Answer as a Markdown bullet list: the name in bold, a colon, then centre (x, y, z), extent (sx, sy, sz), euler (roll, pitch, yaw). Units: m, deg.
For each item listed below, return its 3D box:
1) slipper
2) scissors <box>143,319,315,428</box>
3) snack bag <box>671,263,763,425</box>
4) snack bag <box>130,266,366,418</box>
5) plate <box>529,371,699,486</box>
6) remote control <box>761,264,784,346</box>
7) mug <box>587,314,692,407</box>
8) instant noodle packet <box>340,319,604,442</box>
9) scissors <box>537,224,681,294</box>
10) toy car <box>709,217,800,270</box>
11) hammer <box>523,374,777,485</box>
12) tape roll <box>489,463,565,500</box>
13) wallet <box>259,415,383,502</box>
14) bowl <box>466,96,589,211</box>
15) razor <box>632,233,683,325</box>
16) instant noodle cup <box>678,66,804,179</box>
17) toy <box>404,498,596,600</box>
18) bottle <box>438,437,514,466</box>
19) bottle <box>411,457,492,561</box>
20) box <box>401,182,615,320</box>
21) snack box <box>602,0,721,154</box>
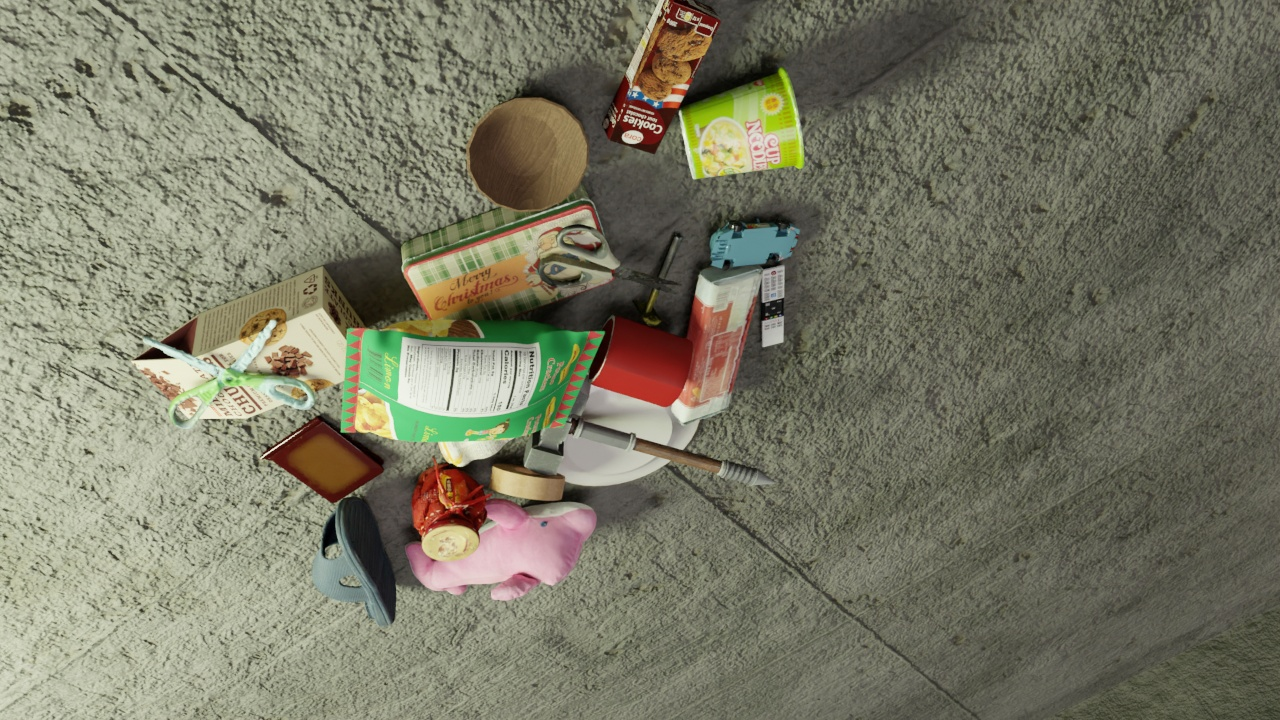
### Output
- **slipper**: centre (-0.380, 0.267, 1.198), extent (0.082, 0.101, 0.264), euler (-5, 140, -4)
- **scissors**: centre (-0.403, 0.015, 0.903), extent (0.172, 0.021, 0.172), euler (-39, 128, 23)
- **snack bag**: centre (0.090, -0.019, 1.109), extent (0.077, 0.041, 0.226), euler (-17, 139, -27)
- **snack bag**: centre (-0.398, -0.006, 0.943), extent (0.206, 0.069, 0.094), euler (-21, 135, 2)
- **plate**: centre (-0.029, 0.093, 1.196), extent (0.229, 0.021, 0.230), euler (-10, 134, -10)
- **remote control**: centre (0.160, -0.067, 1.115), extent (0.028, 0.011, 0.124), euler (-14, 135, -6)
- **mug**: centre (-0.006, 0.006, 1.072), extent (0.096, 0.080, 0.117), euler (18, 157, -13)
- **instant noodle packet**: centre (-0.183, 0.024, 0.975), extent (0.252, 0.090, 0.196), euler (0, 146, -20)
- **scissors**: centre (-0.034, -0.089, 0.964), extent (0.133, 0.012, 0.169), euler (-29, 140, 13)
- **toy car**: centre (0.124, -0.135, 1.028), extent (0.107, 0.027, 0.060), euler (-8, 135, -25)
- **hammer**: centre (0.023, 0.113, 1.149), extent (0.322, 0.043, 0.156), euler (17, 120, -13)
- **tape roll**: centre (-0.144, 0.154, 1.166), extent (0.094, 0.094, 0.027), euler (10, 90, -27)
- **wallet**: centre (-0.381, 0.120, 1.109), extent (0.091, 0.018, 0.115), euler (-32, 130, 13)
- **bowl**: centre (-0.109, -0.201, 0.879), extent (0.117, 0.030, 0.118), euler (-8, 129, -10)
- **razor**: centre (0.024, -0.095, 1.032), extent (0.026, 0.042, 0.106), euler (10, 119, -25)
- **instant noodle cup**: centre (0.096, -0.223, 0.893), extent (0.108, 0.098, 0.099), euler (-13, 135, 4)
- **toy**: centre (-0.181, 0.272, 1.242), extent (0.266, 0.127, 0.187), euler (-18, 139, 6)
- **bottle**: centre (-0.188, 0.085, 1.107), extent (0.108, 0.063, 0.063), euler (-19, 135, -2)
- **bottle**: centre (-0.238, 0.182, 1.149), extent (0.099, 0.111, 0.099), euler (-7, 131, -8)
- **box**: centre (-0.135, -0.101, 0.958), extent (0.205, 0.050, 0.118), euler (-18, 134, 0)
- **snack box**: centre (0.018, -0.268, 0.861), extent (0.051, 0.031, 0.141), euler (11, 128, -27)
